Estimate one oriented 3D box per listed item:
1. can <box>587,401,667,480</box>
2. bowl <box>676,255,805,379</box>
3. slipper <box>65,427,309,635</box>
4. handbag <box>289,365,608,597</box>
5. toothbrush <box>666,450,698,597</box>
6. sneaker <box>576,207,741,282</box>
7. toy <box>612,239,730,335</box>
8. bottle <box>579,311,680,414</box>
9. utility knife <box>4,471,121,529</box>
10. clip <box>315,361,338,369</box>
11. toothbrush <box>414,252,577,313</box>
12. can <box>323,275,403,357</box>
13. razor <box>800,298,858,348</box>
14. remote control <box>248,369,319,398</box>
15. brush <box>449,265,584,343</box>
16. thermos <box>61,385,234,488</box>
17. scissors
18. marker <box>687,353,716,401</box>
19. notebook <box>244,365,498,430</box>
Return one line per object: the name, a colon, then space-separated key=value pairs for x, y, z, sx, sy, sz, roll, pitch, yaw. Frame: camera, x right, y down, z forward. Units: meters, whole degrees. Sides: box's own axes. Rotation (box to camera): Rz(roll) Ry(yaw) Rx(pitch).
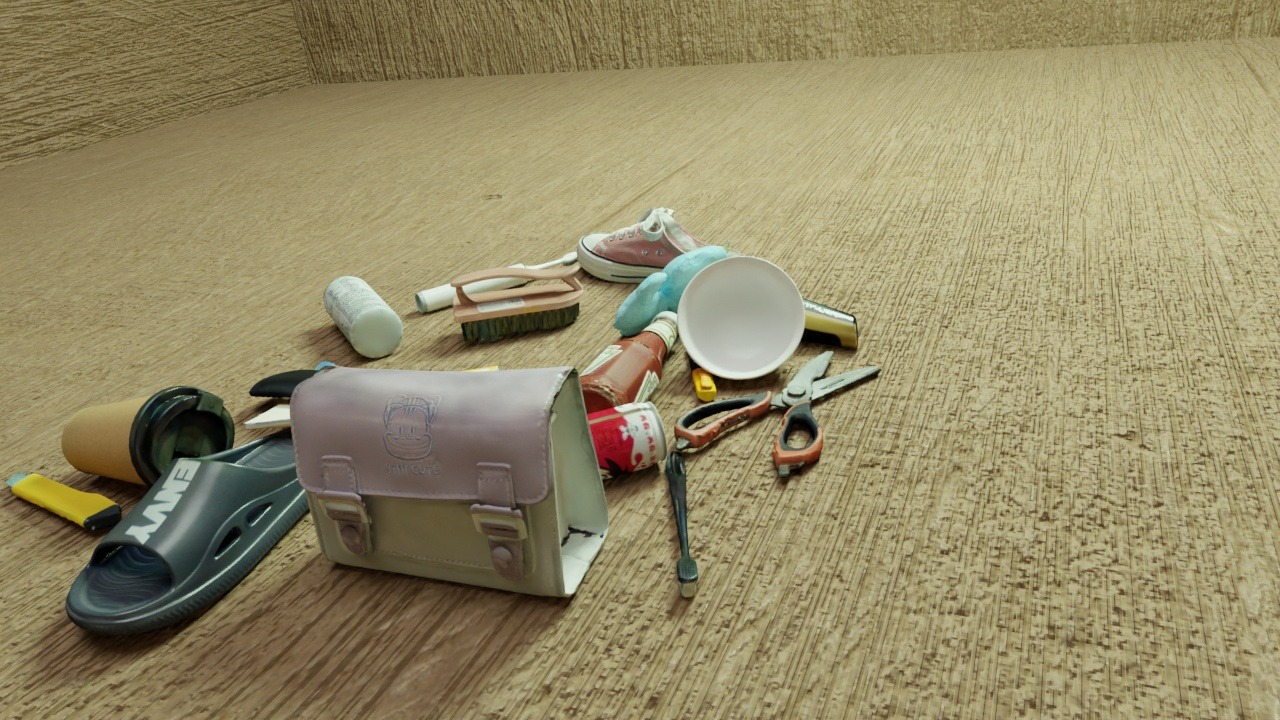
can: x=-0.049 y=0.072 z=0.720 sx=0.132 sy=0.053 sz=0.053 roll=-14 pitch=26 yaw=-15
bowl: x=0.096 y=-0.034 z=0.878 sx=0.118 sy=0.118 sz=0.065 roll=-4 pitch=-13 yaw=7
slipper: x=-0.324 y=0.099 z=0.702 sx=0.111 sy=0.083 sz=0.267 roll=2 pitch=25 yaw=22
handbag: x=-0.132 y=0.077 z=0.626 sx=0.197 sy=0.145 sz=0.098 roll=2 pitch=24 yaw=20
toothbrush: x=0.029 y=0.111 z=0.667 sx=0.015 sy=0.018 sz=0.180 roll=-4 pitch=23 yaw=1
sneaker: x=0.020 y=-0.142 z=1.114 sx=0.241 sy=0.088 sz=0.118 roll=15 pitch=33 yaw=36
toy: x=0.038 y=-0.077 z=0.974 sx=0.156 sy=0.050 sz=0.161 roll=-39 pitch=-13 yaw=1
bottle: x=-0.005 y=0.005 z=0.848 sx=0.060 sy=0.060 sz=0.205 roll=4 pitch=24 yaw=21
utility knife: x=-0.494 y=0.117 z=0.781 sx=0.178 sy=0.015 sz=0.033 roll=9 pitch=24 yaw=33
clip: x=-0.303 y=0.018 z=0.942 sx=0.058 sy=0.044 sz=0.027 roll=3 pitch=25 yaw=9
toothbrush: x=-0.173 y=-0.102 z=1.149 sx=0.220 sy=0.026 sz=0.026 roll=-20 pitch=67 yaw=-26
can: x=-0.318 y=-0.052 z=1.043 sx=0.058 sy=0.058 sz=0.147 roll=-19 pitch=28 yaw=-24
razor: x=0.141 y=-0.042 z=0.926 sx=0.168 sy=0.062 sz=0.067 roll=15 pitch=63 yaw=28
remote control: x=-0.328 y=0.022 z=0.885 sx=0.137 sy=0.024 sz=0.053 roll=-1 pitch=9 yaw=35
brush: x=-0.134 y=-0.068 z=1.015 sx=0.145 sy=0.073 sz=0.063 roll=-9 pitch=25 yaw=-9
thermos: x=-0.426 y=0.068 z=0.790 sx=0.143 sy=0.093 sz=0.092 roll=-1 pitch=25 yaw=28
scissors: x=0.123 y=0.040 z=0.786 sx=0.189 sy=0.015 sz=0.224 roll=-2 pitch=26 yaw=4
marker: x=0.057 y=0.006 z=0.878 sx=0.018 sy=0.015 sz=0.123 roll=-3 pitch=23 yaw=-2
notebook: x=-0.241 y=0.034 z=0.859 sx=0.206 sy=0.010 sz=0.146 roll=-8 pitch=9 yaw=-1
